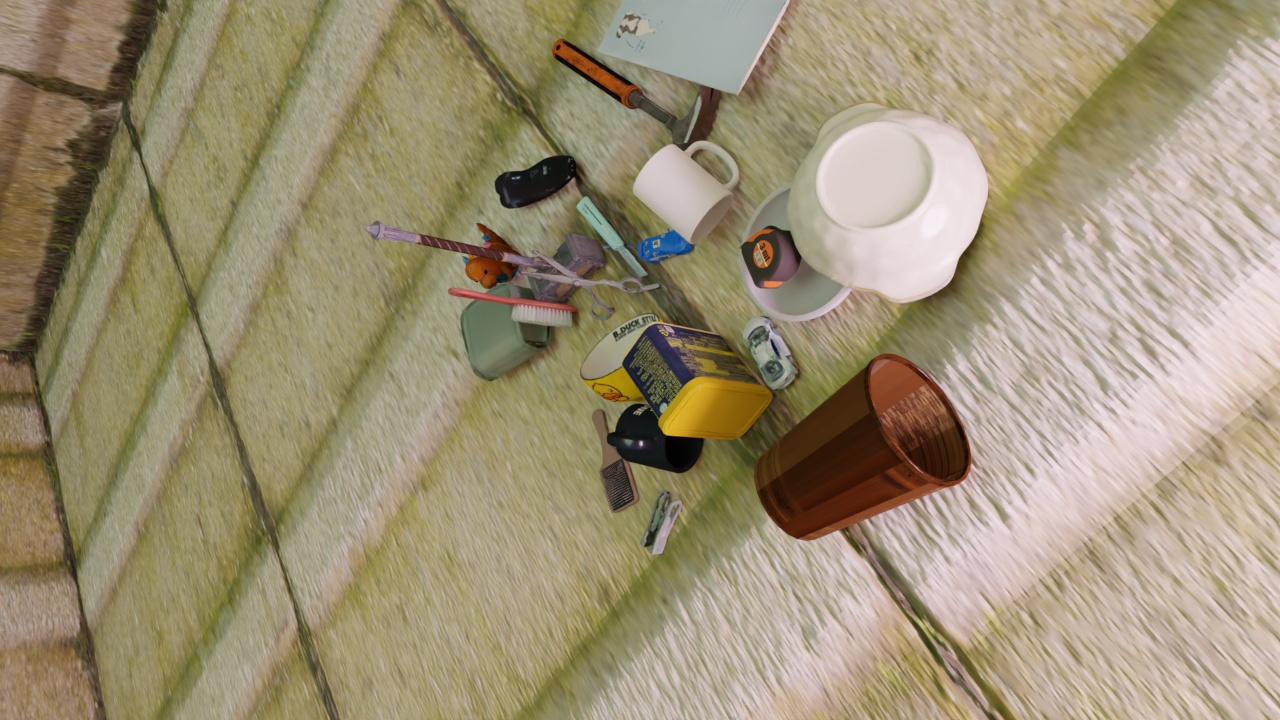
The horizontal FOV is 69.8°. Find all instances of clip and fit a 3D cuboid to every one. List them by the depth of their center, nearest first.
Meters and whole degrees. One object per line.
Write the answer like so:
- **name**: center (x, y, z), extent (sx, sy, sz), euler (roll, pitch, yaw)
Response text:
- **clip**: center (0.025, 0.193, 1.091), extent (0.042, 0.023, 0.076), euler (32, 109, 38)

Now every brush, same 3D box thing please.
- **brush**: center (-0.041, 0.124, 1.164), extent (0.050, 0.015, 0.135), euler (-35, 63, 36)
- **brush**: center (-0.168, -0.068, 1.202), extent (0.041, 0.172, 0.030), euler (169, 108, -67)

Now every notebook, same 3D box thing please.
- **notebook**: center (0.069, -0.425, 1.096), extent (0.253, 0.009, 0.181), euler (32, 95, 40)

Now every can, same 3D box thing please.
- **can**: center (0.060, 0.022, 1.000), extent (0.075, 0.135, 0.104), euler (-54, 51, 25)

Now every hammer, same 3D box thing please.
- **hammer**: center (-0.189, -0.131, 1.118), extent (0.099, 0.321, 0.044), euler (-41, 60, 33)
- **hammer**: center (-0.016, -0.358, 1.178), extent (0.314, 0.035, 0.138), euler (44, 114, 37)

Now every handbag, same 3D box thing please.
- **handbag**: center (-0.187, -0.041, 1.282), extent (0.122, 0.067, 0.106), euler (-28, 67, 38)

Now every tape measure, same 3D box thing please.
- **tape measure**: center (0.138, -0.109, 0.945), extent (0.059, 0.038, 0.058), euler (-46, 56, 46)

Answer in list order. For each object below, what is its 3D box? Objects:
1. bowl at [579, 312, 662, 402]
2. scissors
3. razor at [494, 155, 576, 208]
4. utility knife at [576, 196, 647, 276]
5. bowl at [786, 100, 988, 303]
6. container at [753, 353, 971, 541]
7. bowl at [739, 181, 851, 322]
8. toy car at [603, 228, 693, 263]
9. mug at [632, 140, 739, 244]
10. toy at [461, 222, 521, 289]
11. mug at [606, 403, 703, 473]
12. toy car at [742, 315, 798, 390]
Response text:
- **bowl**: center (-0.006, 0.006, 1.094), extent (0.117, 0.067, 0.117), euler (-33, 23, 15)
- **scissors**: center (-0.062, -0.101, 1.140), extent (0.158, 0.141, 0.014), euler (-13, 48, 25)
- **razor**: center (-0.147, -0.251, 1.268), extent (0.141, 0.063, 0.053), euler (-13, 78, 43)
- **utility knife**: center (-0.036, -0.159, 1.190), extent (0.022, 0.015, 0.165), euler (-37, 58, -2)
- **bowl**: center (0.226, -0.164, 0.871), extent (0.189, 0.060, 0.219), euler (-22, 69, 16)
- **container**: center (0.201, 0.092, 0.871), extent (0.168, 0.132, 0.132), euler (-41, 60, 39)
- **bowl**: center (0.177, -0.113, 0.964), extent (0.150, 0.043, 0.149), euler (-6, 81, 42)
- **toy car**: center (0.010, -0.141, 1.110), extent (0.092, 0.061, 0.033), euler (-12, 78, 42)
- **mug**: center (0.062, -0.203, 1.055), extent (0.090, 0.074, 0.110), euler (43, 78, 12)
- **toy**: center (-0.222, -0.150, 1.304), extent (0.071, 0.090, 0.103), euler (-35, 84, 35)
- **mug**: center (0.010, 0.090, 1.058), extent (0.078, 0.104, 0.071), euler (8, 96, 44)
- **toy car**: center (0.138, -0.010, 1.001), extent (0.039, 0.027, 0.089), euler (-45, 57, 33)
